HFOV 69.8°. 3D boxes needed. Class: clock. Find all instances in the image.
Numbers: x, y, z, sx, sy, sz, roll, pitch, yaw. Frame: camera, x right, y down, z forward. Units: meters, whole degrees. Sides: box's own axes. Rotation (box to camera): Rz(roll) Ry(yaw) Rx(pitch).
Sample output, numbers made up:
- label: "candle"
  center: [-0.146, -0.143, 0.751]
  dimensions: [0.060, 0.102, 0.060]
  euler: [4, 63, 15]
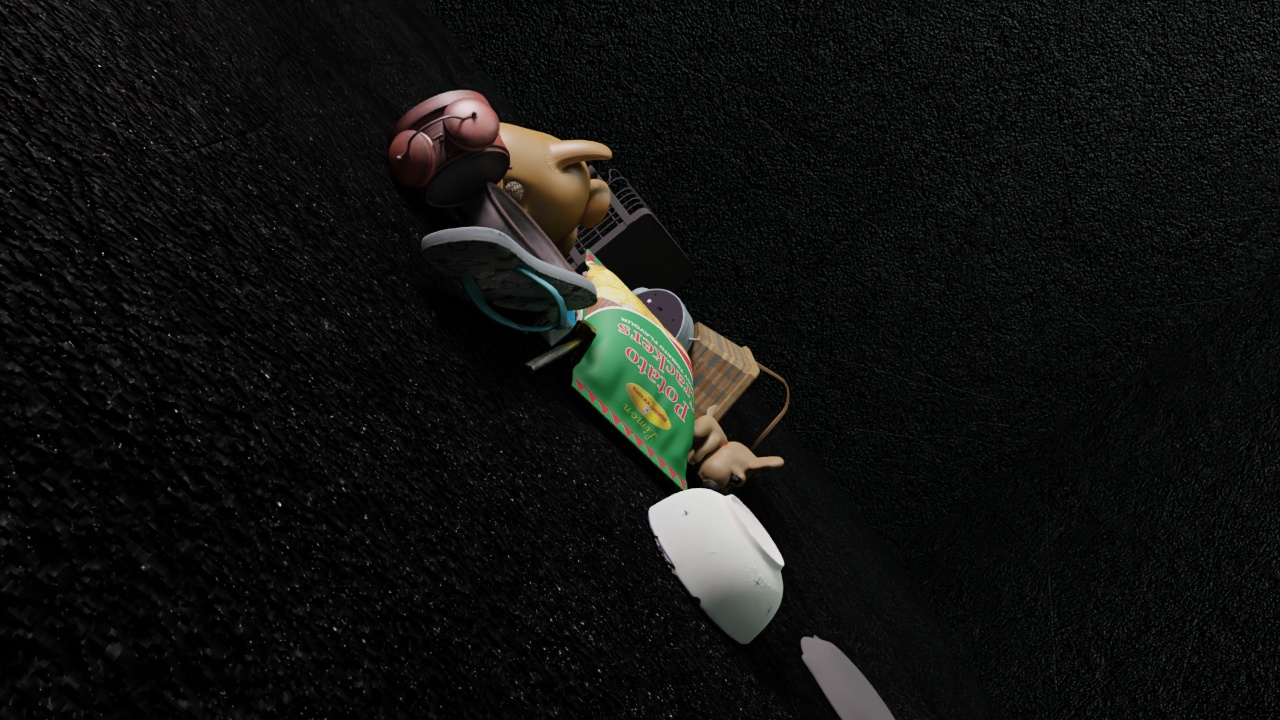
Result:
- label: "clock"
  center: [0.007, -0.046, 1.315]
  dimensions: [0.159, 0.122, 0.045]
  euler: [40, -5, 42]
- label: "clock"
  center: [-0.199, -0.220, 0.954]
  dimensions: [0.072, 0.120, 0.157]
  euler: [60, 1, 10]

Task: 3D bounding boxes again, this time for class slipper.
- label: "slipper"
  center: [-0.119, -0.061, 0.847]
  dimensions: [0.268, 0.098, 0.054]
  euler: [26, 60, -68]

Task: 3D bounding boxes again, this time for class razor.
- label: "razor"
  center: [-0.081, -0.006, 0.881]
  dimensions: [0.026, 0.043, 0.105]
  euler: [41, 29, 9]

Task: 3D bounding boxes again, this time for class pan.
- label: "pan"
  center: [0.260, 0.412, 0.970]
  dimensions: [0.216, 0.024, 0.354]
  euler: [47, 9, -24]

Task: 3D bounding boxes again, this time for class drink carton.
- label: "drink carton"
  center: [-0.097, -0.056, 1.038]
  dimensions: [0.038, 0.044, 0.128]
  euler: [48, 9, -17]

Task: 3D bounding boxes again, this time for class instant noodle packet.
- label: "instant noodle packet"
  center: [-0.006, 0.006, 1.051]
  dimensions: [0.195, 0.090, 0.252]
  euler: [46, 27, -30]

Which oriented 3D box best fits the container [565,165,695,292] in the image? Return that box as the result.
- label: "container"
  center: [-0.039, -0.180, 1.478]
  dimensions: [0.130, 0.163, 0.241]
  euler: [56, 8, 33]

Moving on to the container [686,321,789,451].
- label: "container"
  center: [0.124, 0.053, 1.409]
  dimensions: [0.186, 0.158, 0.249]
  euler: [39, 9, -3]

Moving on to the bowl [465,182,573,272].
- label: "bowl"
  center: [-0.138, -0.113, 0.983]
  dimensions: [0.145, 0.067, 0.145]
  euler: [49, 8, -10]

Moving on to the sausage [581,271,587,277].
- label: "sausage"
  center: [-0.075, -0.106, 1.280]
  dimensions: [0.020, 0.020, 0.155]
  euler: [49, 8, -12]

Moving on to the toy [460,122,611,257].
- label: "toy"
  center: [-0.155, -0.218, 1.134]
  dimensions: [0.203, 0.199, 0.162]
  euler: [20, 44, -37]

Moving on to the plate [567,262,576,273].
- label: "plate"
  center: [-0.102, -0.105, 1.305]
  dimensions: [0.131, 0.025, 0.131]
  euler: [49, 8, -10]

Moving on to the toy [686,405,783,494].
- label: "toy"
  center: [0.100, 0.122, 1.176]
  dimensions: [0.108, 0.134, 0.105]
  euler: [51, 50, -2]

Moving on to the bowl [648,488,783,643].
- label: "bowl"
  center: [0.081, 0.179, 0.855]
  dimensions: [0.153, 0.073, 0.153]
  euler: [50, 8, -11]

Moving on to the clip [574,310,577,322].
- label: "clip"
  center: [-0.080, -0.062, 1.198]
  dimensions: [0.047, 0.039, 0.053]
  euler: [41, 9, -15]
